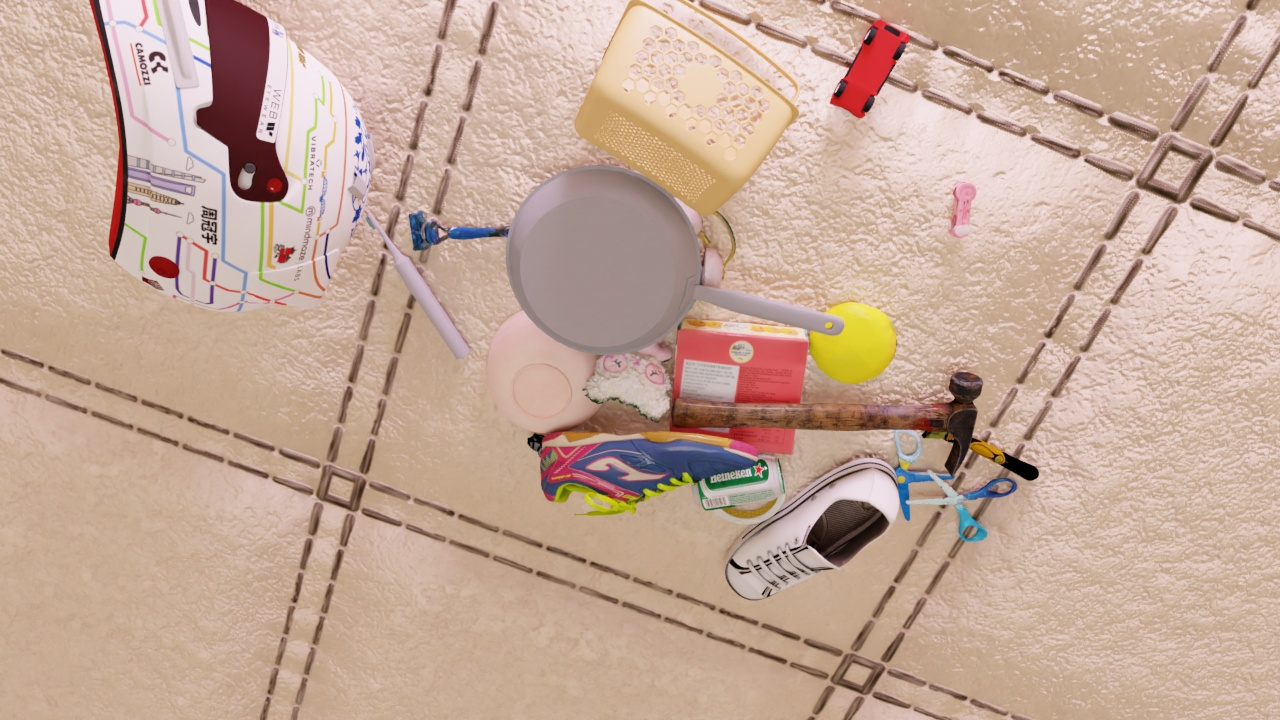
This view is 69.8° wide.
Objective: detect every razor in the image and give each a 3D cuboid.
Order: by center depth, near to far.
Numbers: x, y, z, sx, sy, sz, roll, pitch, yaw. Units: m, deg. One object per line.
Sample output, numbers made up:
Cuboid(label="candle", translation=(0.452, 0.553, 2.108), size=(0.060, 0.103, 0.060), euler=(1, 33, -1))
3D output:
Cuboid(label="razor", translation=(-0.182, -0.140, 0.992), size=(0.141, 0.018, 0.044), euler=(-1, 113, 6))
Cuboid(label="razor", translation=(0.392, 0.100, 1.041), size=(0.144, 0.021, 0.044), euler=(26, 113, -9))

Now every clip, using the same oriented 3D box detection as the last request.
Cuboid(label="clip", translation=(0.326, -0.150, 0.929), size=(0.023, 0.045, 0.060), euler=(4, 128, 0))

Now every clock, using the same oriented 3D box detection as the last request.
Cuboid(label="clock", translation=(0.023, -0.105, 0.965), size=(0.158, 0.058, 0.117), euler=(-26, 110, 15))

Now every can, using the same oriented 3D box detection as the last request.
Cuboid(label="can", translation=(0.110, 0.139, 1.044), size=(0.101, 0.053, 0.053), euler=(-11, 112, 11))

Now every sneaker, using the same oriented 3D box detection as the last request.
Cuboid(label="sneaker", translation=(0.008, 0.125, 1.007), size=(0.242, 0.116, 0.091), euler=(-2, 80, 15))
Cuboid(label="sneaker", translation=(0.199, 0.218, 1.065), size=(0.246, 0.097, 0.091), euler=(-38, 104, 25))

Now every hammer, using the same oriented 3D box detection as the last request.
Cuboid(label="hammer", translation=(0.199, 0.069, 1.001), size=(0.330, 0.033, 0.120), euler=(1, 115, -1))

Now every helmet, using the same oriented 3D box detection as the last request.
Cuboid(label="helmet", translation=(-0.377, -0.197, 0.871), size=(0.235, 0.231, 0.315), euler=(-4, 122, -28))

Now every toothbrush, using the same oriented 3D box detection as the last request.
Cuboid(label="toothbrush", translation=(-0.249, -0.082, 1.024), size=(0.019, 0.018, 0.188), euler=(-26, 109, 14))

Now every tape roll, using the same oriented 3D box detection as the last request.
Cuboid(label="tape roll", translation=(0.125, 0.150, 1.089), size=(0.094, 0.019, 0.094), euler=(2, 114, 5))

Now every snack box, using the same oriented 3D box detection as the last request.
Cuboid(label="snack box", translation=(0.107, 0.030, 1.026), size=(0.142, 0.040, 0.145), euler=(5, 114, 3))

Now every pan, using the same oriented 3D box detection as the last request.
Cuboid(label="pan", translation=(0.035, -0.073, 0.925), size=(0.356, 0.050, 0.201), euler=(16, 115, 1))

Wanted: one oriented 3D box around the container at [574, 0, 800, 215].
Cuboid(label="container", translation=(0.050, -0.254, 0.865), size=(0.183, 0.129, 0.166), euler=(32, 73, -8))

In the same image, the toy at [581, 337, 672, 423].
Cuboid(label="toy", translation=(-0.006, 0.006, 0.997), size=(0.095, 0.108, 0.041), euler=(18, 151, -7))

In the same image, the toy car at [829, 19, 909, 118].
Cuboid(label="toy car", translation=(0.220, -0.280, 0.887), size=(0.038, 0.025, 0.090), euler=(26, 113, -6))

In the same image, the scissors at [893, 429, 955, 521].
Cuboid(label="scissors", translation=(0.301, 0.132, 1.069), size=(0.125, 0.013, 0.130), euler=(-1, 116, 7))

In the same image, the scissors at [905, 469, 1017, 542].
Cuboid(label="scissors", translation=(0.378, 0.157, 1.066), size=(0.129, 0.014, 0.119), euler=(41, 109, -18))

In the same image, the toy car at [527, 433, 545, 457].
Cuboid(label="toy car", translation=(-0.089, 0.106, 1.080), size=(0.091, 0.042, 0.036), euler=(27, 91, -6))

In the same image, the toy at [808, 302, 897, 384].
Cuboid(label="toy", translation=(0.230, -0.018, 0.993), size=(0.094, 0.041, 0.095), euler=(-4, 114, 13))

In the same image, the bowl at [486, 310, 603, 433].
Cuboid(label="bowl", translation=(-0.106, 0.021, 1.024), size=(0.153, 0.076, 0.153), euler=(2, 114, 4))
